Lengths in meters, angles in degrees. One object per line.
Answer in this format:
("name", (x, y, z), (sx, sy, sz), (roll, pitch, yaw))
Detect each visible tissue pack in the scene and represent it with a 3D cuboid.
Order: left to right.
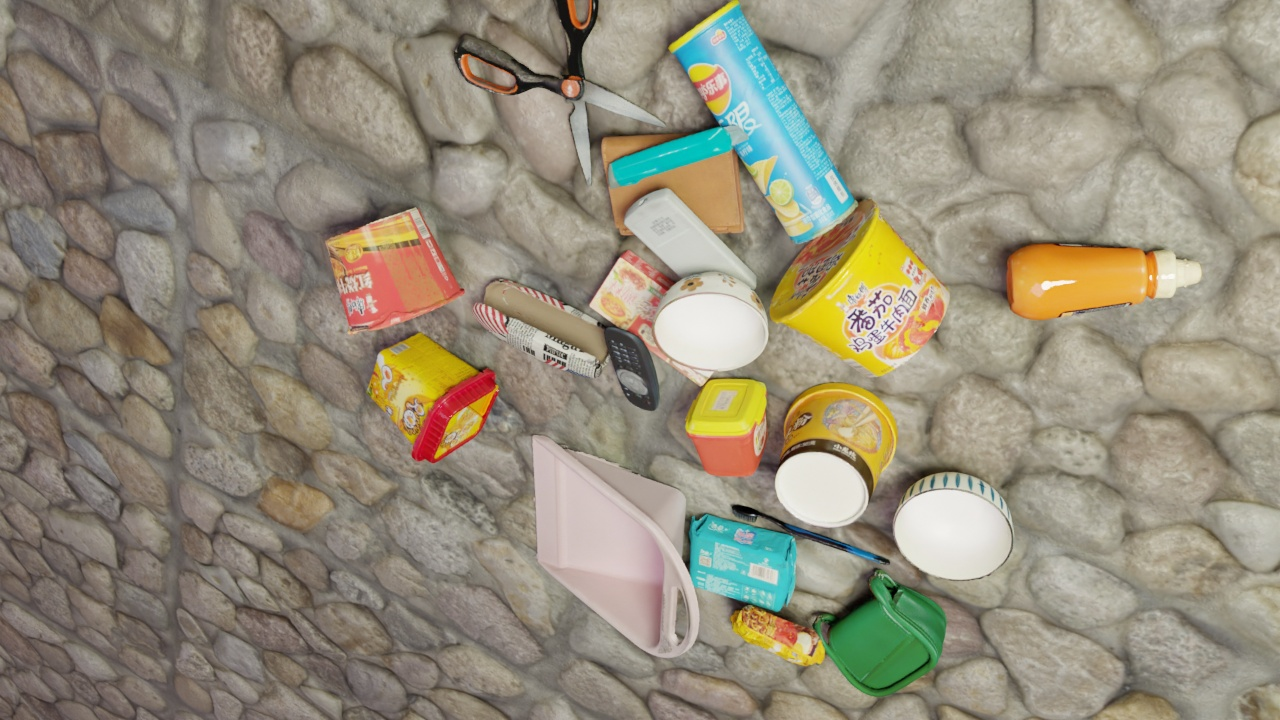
("tissue pack", (0.119, 0.239, 1.095), (0.133, 0.050, 0.093), (13, 125, 17))

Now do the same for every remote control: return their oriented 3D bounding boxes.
("remote control", (-0.006, 0.006, 1.011), (0.053, 0.024, 0.136), (18, 147, 27))
("remote control", (0.051, -0.109, 0.905), (0.058, 0.021, 0.150), (-25, 129, 35))

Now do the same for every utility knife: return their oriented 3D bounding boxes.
("utility knife", (0.029, -0.187, 0.843), (0.167, 0.013, 0.029), (-7, 117, 41))

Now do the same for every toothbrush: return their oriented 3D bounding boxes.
("toothbrush", (0.195, 0.204, 1.064), (0.189, 0.014, 0.016), (18, 125, 12))

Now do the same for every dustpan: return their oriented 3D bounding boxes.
("dustpan", (-0.043, 0.237, 1.110), (0.274, 0.138, 0.223), (10, 123, 18))

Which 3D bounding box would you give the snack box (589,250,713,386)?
("snack box", (0.026, -0.044, 0.982), (0.153, 0.025, 0.075), (36, 126, 0))

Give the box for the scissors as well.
("scissors", (-0.081, -0.280, 0.889), (0.221, 0.021, 0.234), (10, 124, 17))

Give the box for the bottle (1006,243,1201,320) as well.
("bottle", (0.396, -0.071, 0.787), (0.150, 0.066, 0.067), (-3, 118, 17))

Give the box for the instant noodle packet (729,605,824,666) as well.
("instant noodle packet", (0.162, 0.330, 1.103), (0.111, 0.044, 0.128), (26, 165, 10))

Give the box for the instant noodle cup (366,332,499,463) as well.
("instant noodle cup", (-0.255, 0.040, 1.109), (0.123, 0.115, 0.116), (39, 127, 12))

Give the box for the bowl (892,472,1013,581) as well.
("bowl", (0.325, 0.162, 0.950), (0.116, 0.066, 0.117), (10, 121, 17))

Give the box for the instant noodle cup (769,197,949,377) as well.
("instant noodle cup", (0.204, -0.059, 0.837), (0.110, 0.137, 0.138), (37, 127, -11))

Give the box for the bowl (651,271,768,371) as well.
("bowl", (0.070, -0.048, 0.908), (0.113, 0.062, 0.114), (5, 141, 4))

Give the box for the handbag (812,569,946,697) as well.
("handbag", (0.281, 0.316, 1.066), (0.120, 0.067, 0.132), (44, 128, 4))

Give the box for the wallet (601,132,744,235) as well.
("wallet", (0.033, -0.170, 0.898), (0.132, 0.031, 0.108), (2, 124, 20))

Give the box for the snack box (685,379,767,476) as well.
("snack box", (0.096, 0.073, 0.985), (0.082, 0.091, 0.080), (1, 126, 23))

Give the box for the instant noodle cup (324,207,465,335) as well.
("instant noodle cup", (-0.277, -0.103, 1.022), (0.138, 0.137, 0.108), (-12, 105, 29))

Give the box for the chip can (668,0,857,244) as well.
("chip can", (0.111, -0.209, 0.820), (0.071, 0.071, 0.210), (-26, 107, 33))

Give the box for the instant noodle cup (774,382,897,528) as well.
("instant noodle cup", (0.196, 0.101, 0.940), (0.118, 0.114, 0.119), (11, 123, 18))

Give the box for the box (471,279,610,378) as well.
("box", (-0.115, -0.023, 1.022), (0.163, 0.081, 0.075), (25, 132, 5))
